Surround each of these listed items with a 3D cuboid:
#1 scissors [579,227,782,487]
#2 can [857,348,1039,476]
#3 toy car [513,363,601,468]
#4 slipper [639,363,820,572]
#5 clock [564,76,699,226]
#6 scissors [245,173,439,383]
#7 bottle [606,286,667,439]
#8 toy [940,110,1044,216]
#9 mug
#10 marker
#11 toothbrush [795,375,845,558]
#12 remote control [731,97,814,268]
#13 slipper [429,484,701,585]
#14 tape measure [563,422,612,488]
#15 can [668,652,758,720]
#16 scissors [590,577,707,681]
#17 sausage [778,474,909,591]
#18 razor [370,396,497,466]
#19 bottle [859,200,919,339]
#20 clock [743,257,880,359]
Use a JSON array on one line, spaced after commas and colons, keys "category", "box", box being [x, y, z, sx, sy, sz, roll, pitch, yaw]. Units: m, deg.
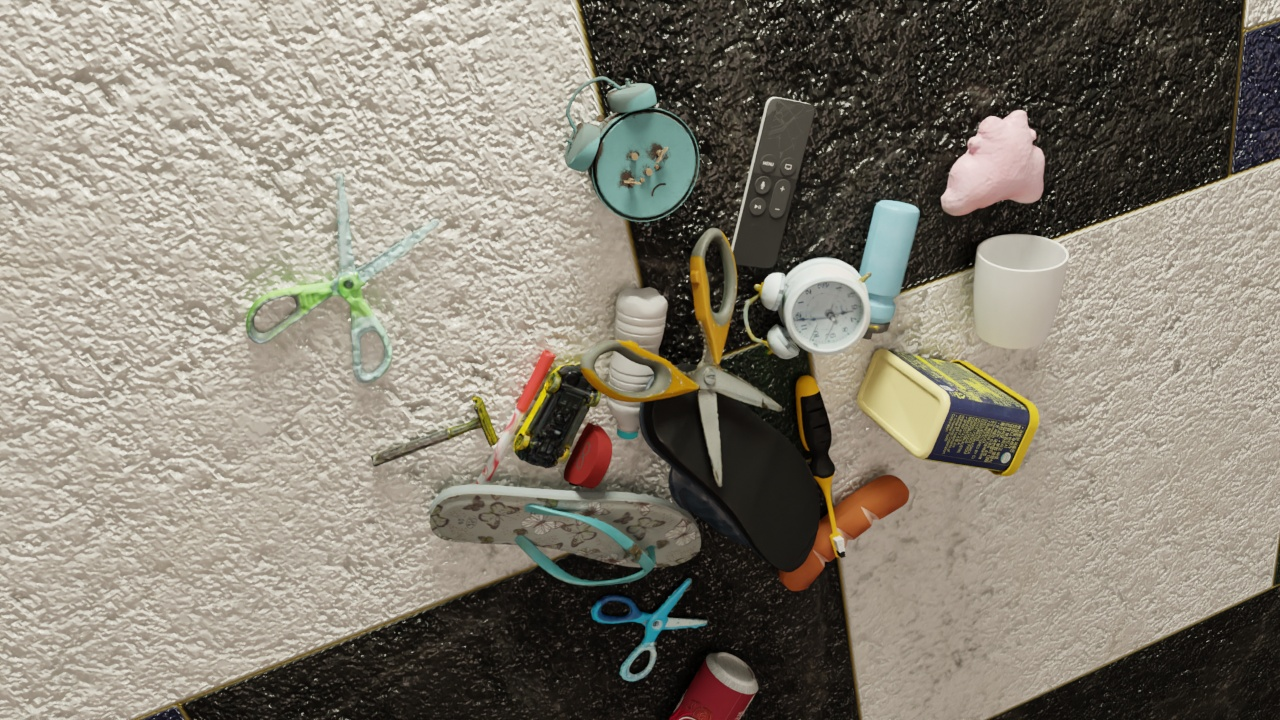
[{"category": "scissors", "box": [0.047, -0.008, 0.779, 0.225, 0.016, 0.229, 18, 77, -36]}, {"category": "can", "box": [0.289, 0.046, 0.880, 0.104, 0.135, 0.075, 10, 109, -21]}, {"category": "toy car", "box": [-0.073, 0.048, 0.809, 0.049, 0.030, 0.107, 24, 105, -26]}, {"category": "slipper", "box": [0.073, 0.101, 0.863, 0.265, 0.084, 0.108, 44, 61, -31]}, {"category": "clock", "box": [-0.010, -0.167, 0.722, 0.090, 0.053, 0.124, -43, 120, 1]}, {"category": "scissors", "box": [-0.225, -0.056, 0.721, 0.171, 0.024, 0.166, -32, 114, -1]}, {"category": "bottle", "box": [-0.005, 0.005, 0.806, 0.044, 0.044, 0.136, -1, 113, -19]}, {"category": "toy", "box": [0.325, -0.179, 0.839, 0.102, 0.050, 0.093, -15, 120, -10]}, {"category": "mug", "box": [0.374, -0.073, 0.897, 0.114, 0.081, 0.088, -36, 132, -38]}, {"category": "marker", "box": [-0.112, 0.054, 0.808, 0.012, 0.013, 0.142, 22, 104, -27]}, {"category": "toothbrush", "box": [0.181, 0.107, 0.911, 0.031, 0.031, 0.197, -17, 106, -13]}, {"category": "remote control", "box": [0.114, -0.152, 0.799, 0.045, 0.008, 0.147, 4, 111, -21]}, {"category": "slipper", "box": [-0.056, 0.161, 0.838, 0.268, 0.054, 0.098, 14, 128, -23]}, {"category": "tape measure", "box": [-0.046, 0.092, 0.826, 0.019, 0.051, 0.059, 20, 104, -26]}, {"category": "can", "box": [0.075, 0.376, 0.989, 0.063, 0.063, 0.114, 22, 104, -27]}, {"category": "scissors", "box": [0.004, 0.272, 0.948, 0.140, 0.011, 0.134, 32, 102, -27]}, {"category": "sausage", "box": [0.210, 0.178, 0.960, 0.164, 0.044, 0.039, -41, 139, 1]}, {"category": "razor", "box": [-0.179, 0.068, 0.786, 0.106, 0.026, 0.042, -20, 120, -6]}, {"category": "bottle", "box": [0.224, -0.081, 0.852, 0.040, 0.040, 0.130, 1, 113, -20]}, {"category": "clock", "box": [0.152, -0.045, 0.828, 0.118, 0.057, 0.083, -11, 110, 9]}]
